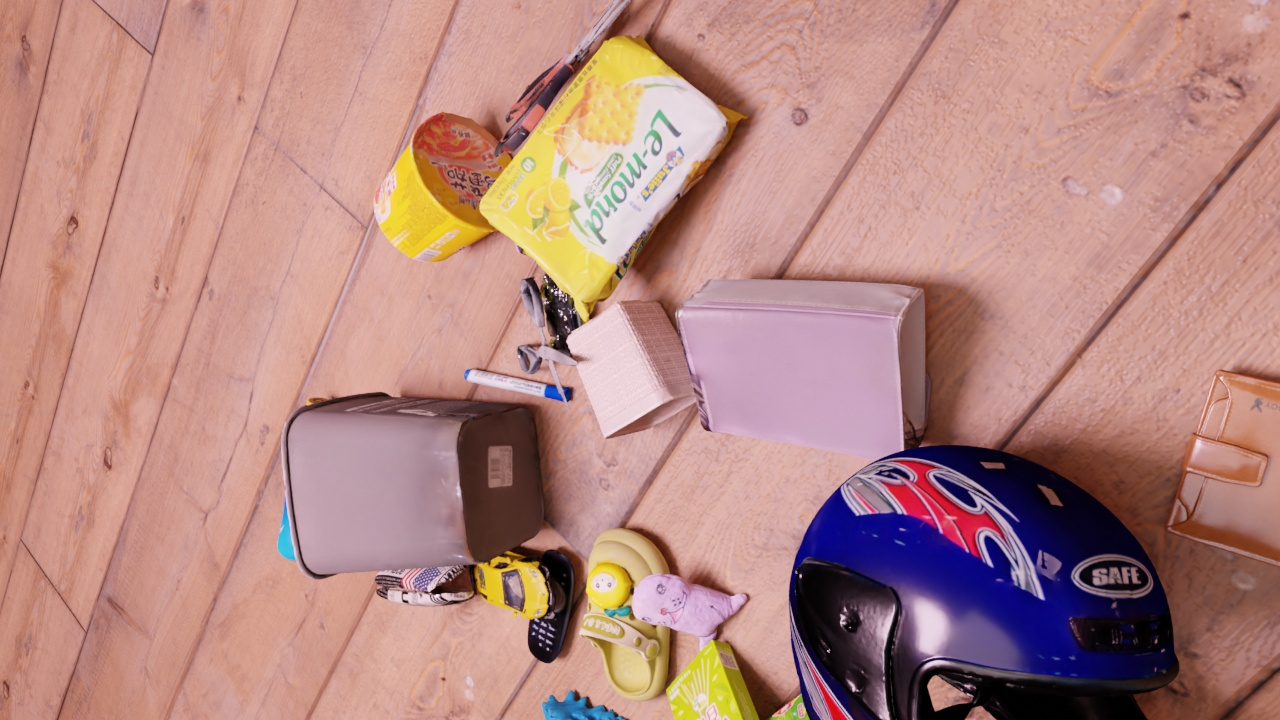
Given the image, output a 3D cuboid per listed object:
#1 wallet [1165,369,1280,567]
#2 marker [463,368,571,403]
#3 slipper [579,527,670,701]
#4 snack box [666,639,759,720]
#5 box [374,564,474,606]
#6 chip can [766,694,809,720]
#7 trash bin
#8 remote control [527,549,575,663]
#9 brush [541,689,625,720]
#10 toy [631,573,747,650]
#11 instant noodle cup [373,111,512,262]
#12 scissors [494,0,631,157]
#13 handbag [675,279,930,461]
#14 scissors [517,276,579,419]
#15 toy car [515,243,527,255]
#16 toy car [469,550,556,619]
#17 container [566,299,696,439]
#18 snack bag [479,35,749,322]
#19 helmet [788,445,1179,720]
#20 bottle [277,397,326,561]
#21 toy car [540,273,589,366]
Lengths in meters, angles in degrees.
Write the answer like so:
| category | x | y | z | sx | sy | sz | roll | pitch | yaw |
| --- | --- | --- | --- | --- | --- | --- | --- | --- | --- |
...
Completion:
| category | x | y | z | sx | sy | sz | roll | pitch | yaw |
| --- | --- | --- | --- | --- | --- | --- | --- | --- | --- |
| wallet | 0.454 | 0.080 | 0.662 | 0.108 | 0.031 | 0.132 | 17 | 104 | 27 |
| marker | -0.140 | 0.027 | 1.033 | 0.146 | 0.016 | 0.017 | 10 | 102 | 30 |
| slipper | -0.018 | 0.273 | 0.955 | 0.092 | 0.081 | 0.190 | 0 | 99 | 29 |
| snack box | 0.077 | 0.359 | 0.884 | 0.086 | 0.026 | 0.156 | -53 | 32 | 22 |
| box | -0.266 | 0.254 | 1.101 | 0.164 | 0.074 | 0.081 | -8 | 84 | 48 |
| chip can | 0.123 | 0.391 | 0.887 | 0.072 | 0.072 | 0.222 | 50 | 119 | 17 |
| trash bin | -0.243 | 0.132 | 1.018 | 0.220 | 0.198 | 0.198 | -4 | 94 | 26 |
| remote control | -0.098 | 0.277 | 1.037 | 0.053 | 0.024 | 0.136 | 21 | 107 | 34 |
| brush | 0.016 | 0.472 | 0.971 | 0.315 | 0.060 | 0.109 | 21 | 113 | 32 |
| toy | 0.041 | 0.248 | 0.920 | 0.108 | 0.039 | 0.084 | 21 | 113 | -15 |
| instant noodle cup | -0.212 | -0.177 | 0.988 | 0.110 | 0.137 | 0.138 | -28 | 81 | 41 |
| scissors | -0.077 | -0.290 | 0.913 | 0.222 | 0.015 | 0.189 | -16 | 43 | 54 |
| handbag | 0.145 | 0.006 | 0.804 | 0.197 | 0.098 | 0.145 | 6 | 116 | 30 |
| scissors | -0.098 | -0.013 | 0.951 | 0.181 | 0.014 | 0.159 | -16 | 83 | 65 |
| toy car | -0.077 | -0.130 | 0.958 | 0.122 | 0.037 | 0.056 | 12 | 89 | 31 |
| toy car | -0.146 | 0.248 | 1.035 | 0.156 | 0.041 | 0.071 | 1 | 98 | 52 |
| container | -0.005 | 0.005 | 0.905 | 0.090 | 0.090 | 0.111 | -32 | 76 | 31 |
| snack bag | -0.031 | -0.180 | 0.884 | 0.158 | 0.068 | 0.247 | 42 | 98 | 17 |
| helmet | 0.250 | 0.195 | 0.655 | 0.315 | 0.247 | 0.241 | 46 | 129 | 56 |
| bottle | -0.434 | 0.156 | 1.206 | 0.065 | 0.065 | 0.219 | 20 | 107 | 28 |
| toy car | -0.075 | -0.047 | 0.974 | 0.048 | 0.032 | 0.105 | 1 | 106 | 32 |
